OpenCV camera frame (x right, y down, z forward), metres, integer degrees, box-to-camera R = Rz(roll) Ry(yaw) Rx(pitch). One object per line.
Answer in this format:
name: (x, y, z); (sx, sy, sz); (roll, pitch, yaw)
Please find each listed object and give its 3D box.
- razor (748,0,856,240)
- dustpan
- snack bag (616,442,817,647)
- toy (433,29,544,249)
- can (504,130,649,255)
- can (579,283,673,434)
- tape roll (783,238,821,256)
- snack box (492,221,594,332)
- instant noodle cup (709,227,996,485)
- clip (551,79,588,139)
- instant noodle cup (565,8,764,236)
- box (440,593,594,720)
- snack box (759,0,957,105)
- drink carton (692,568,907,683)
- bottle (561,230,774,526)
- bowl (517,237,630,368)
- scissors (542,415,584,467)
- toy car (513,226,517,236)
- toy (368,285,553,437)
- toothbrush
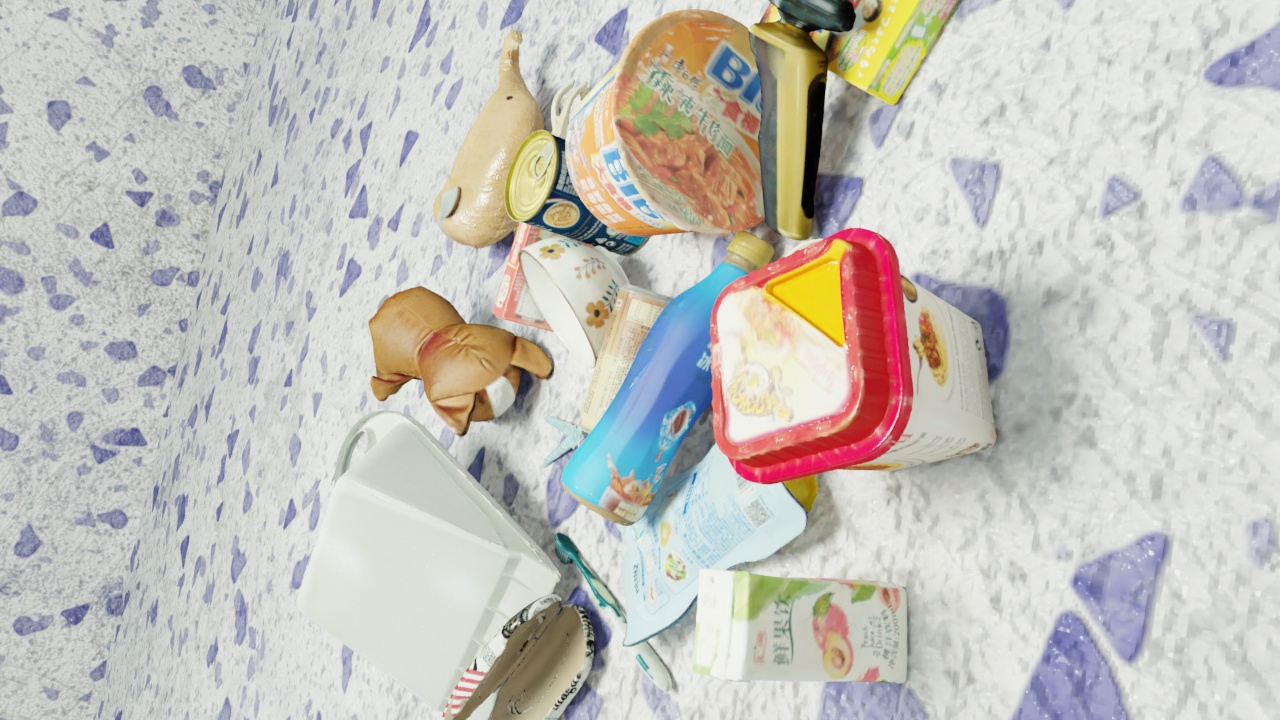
razor: (0.102, -0.161, 0.590); (0.068, 0.062, 0.167); (10, 111, 31)
dustpan: (-0.201, 0.172, 0.846); (0.223, 0.258, 0.142); (-64, -4, 26)
snack bag: (0.041, 0.109, 0.621); (0.192, 0.038, 0.110); (-46, 43, 36)
toy: (-0.146, -0.225, 0.956); (0.143, 0.082, 0.226); (33, 103, 44)
can: (-0.046, -0.137, 0.763); (0.075, 0.111, 0.075); (-20, 64, 47)
can: (-0.004, 0.004, 0.700); (0.058, 0.058, 0.116); (24, 97, 54)
tape roll: (0.111, -0.036, 0.597); (0.086, 0.014, 0.085); (-24, 60, 48)
snack box: (-0.074, -0.103, 0.819); (0.025, 0.075, 0.153); (22, 96, 54)
instant noodle cup: (0.115, 0.008, 0.482); (0.117, 0.124, 0.116); (-23, 60, 47)
clip: (-0.071, -0.221, 0.889); (0.035, 0.071, 0.100); (28, 95, 53)
instant noodle cup: (0.022, -0.156, 0.656); (0.112, 0.151, 0.151); (-4, 75, 62)
box: (-0.090, 0.259, 0.732); (0.088, 0.076, 0.163); (39, 115, 14)
snack box: (0.142, -0.236, 0.610); (0.087, 0.033, 0.140); (-61, 40, 21)
drink carton: (0.084, 0.139, 0.479); (0.046, 0.122, 0.053); (-12, 69, 53)
bottle: (0.025, 0.009, 0.641); (0.218, 0.065, 0.065); (-59, 37, 1)
bowl: (-0.046, -0.056, 0.758); (0.062, 0.113, 0.113); (-33, 37, -13)
scissors: (-0.050, 0.071, 0.779); (0.135, 0.017, 0.113); (-42, 52, 44)
toy car: (-0.095, -0.116, 0.884); (0.091, 0.036, 0.043); (-19, 64, 48)
toy: (-0.182, 0.007, 0.894); (0.200, 0.130, 0.139); (19, 56, 44)
toothbrush: (-0.026, 0.190, 0.703); (0.191, 0.016, 0.018); (41, 121, 52)
